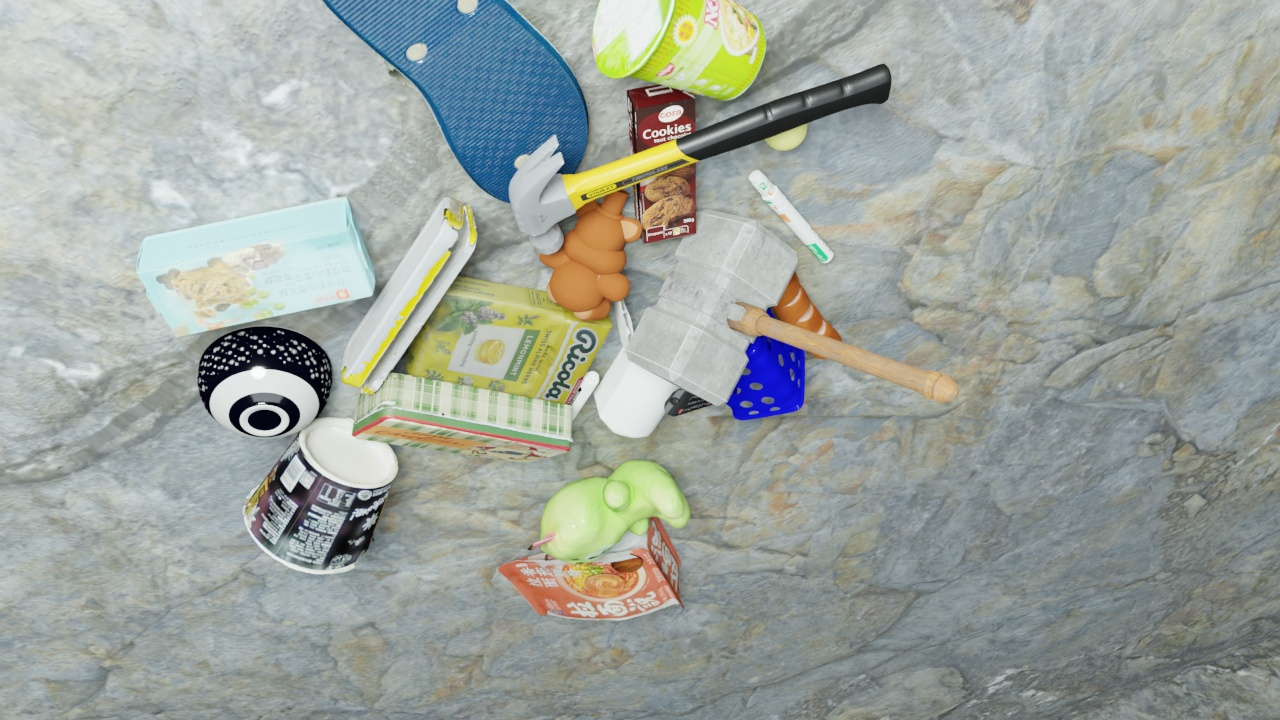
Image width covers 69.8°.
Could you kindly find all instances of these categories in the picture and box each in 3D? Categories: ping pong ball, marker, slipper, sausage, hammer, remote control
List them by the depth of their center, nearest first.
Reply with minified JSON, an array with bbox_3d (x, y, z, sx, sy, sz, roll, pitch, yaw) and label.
[{"bbox_3d":[-0.130,-0.226,0.683,0.118,0.060,0.295,-32,146,10],"label":"slipper"},{"bbox_3d":[0.046,-0.174,0.746,0.324,0.029,0.127,-19,159,4],"label":"hammer"},{"bbox_3d":[0.134,-0.019,0.776,0.083,0.318,0.162,28,88,-39],"label":"hammer"},{"bbox_3d":[0.127,-0.205,0.809,0.040,0.040,0.040,-10,137,-10],"label":"ping pong ball"},{"bbox_3d":[0.150,-0.140,0.902,0.017,0.017,0.145,-36,135,18],"label":"marker"},{"bbox_3d":[0.169,-0.053,0.979,0.045,0.039,0.164,-2,148,35],"label":"sausage"},{"bbox_3d":[0.064,0.037,0.995,0.033,0.015,0.146,-53,163,18],"label":"remote control"},{"bbox_3d":[-0.074,0.053,1.002,0.017,0.020,0.134,-28,162,-40],"label":"marker"}]

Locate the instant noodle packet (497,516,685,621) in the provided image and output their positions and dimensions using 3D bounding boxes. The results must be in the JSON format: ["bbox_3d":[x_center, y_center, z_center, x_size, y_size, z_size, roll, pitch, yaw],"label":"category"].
[{"bbox_3d":[-0.065,0.293,1.256,0.221,0.083,0.164,-13,139,11],"label":"instant noodle packet"}]

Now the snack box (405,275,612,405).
[{"bbox_3d":[-0.132,-0.017,0.908,0.180,0.045,0.122,10,130,-27],"label":"snack box"}]

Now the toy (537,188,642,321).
[{"bbox_3d":[-0.043,-0.101,0.847,0.095,0.065,0.128,29,111,9],"label":"toy"}]

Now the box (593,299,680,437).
[{"bbox_3d":[-0.006,0.005,0.952,0.125,0.084,0.156,18,125,-25],"label":"box"}]

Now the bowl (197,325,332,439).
[{"bbox_3d":[-0.354,0.033,0.866,0.120,0.066,0.120,-10,137,-10],"label":"bowl"}]

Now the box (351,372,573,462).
[{"bbox_3d":[-0.180,0.065,0.940,0.205,0.051,0.118,14,156,-31],"label":"box"}]

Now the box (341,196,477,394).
[{"bbox_3d":[-0.210,-0.054,0.827,0.037,0.064,0.210,23,124,-30],"label":"box"}]

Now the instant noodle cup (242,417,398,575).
[{"bbox_3d":[-0.318,0.132,0.939,0.137,0.137,0.112,19,117,-34],"label":"instant noodle cup"}]

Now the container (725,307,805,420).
[{"bbox_3d":[0.113,-0.004,0.968,0.085,0.085,0.113,-13,141,29],"label":"container"}]

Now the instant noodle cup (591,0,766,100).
[{"bbox_3d":[0.035,-0.249,0.700,0.107,0.098,0.099,9,131,-37],"label":"instant noodle cup"}]

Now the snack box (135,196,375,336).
[{"bbox_3d":[-0.320,-0.079,0.774,0.174,0.053,0.075,-12,138,-6],"label":"snack box"}]

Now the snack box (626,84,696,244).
[{"bbox_3d":[0.020,-0.172,0.811,0.051,0.031,0.141,-12,137,-7],"label":"snack box"}]

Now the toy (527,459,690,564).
[{"bbox_3d":[-0.042,0.183,1.114,0.197,0.107,0.150,-13,161,6],"label":"toy"}]
